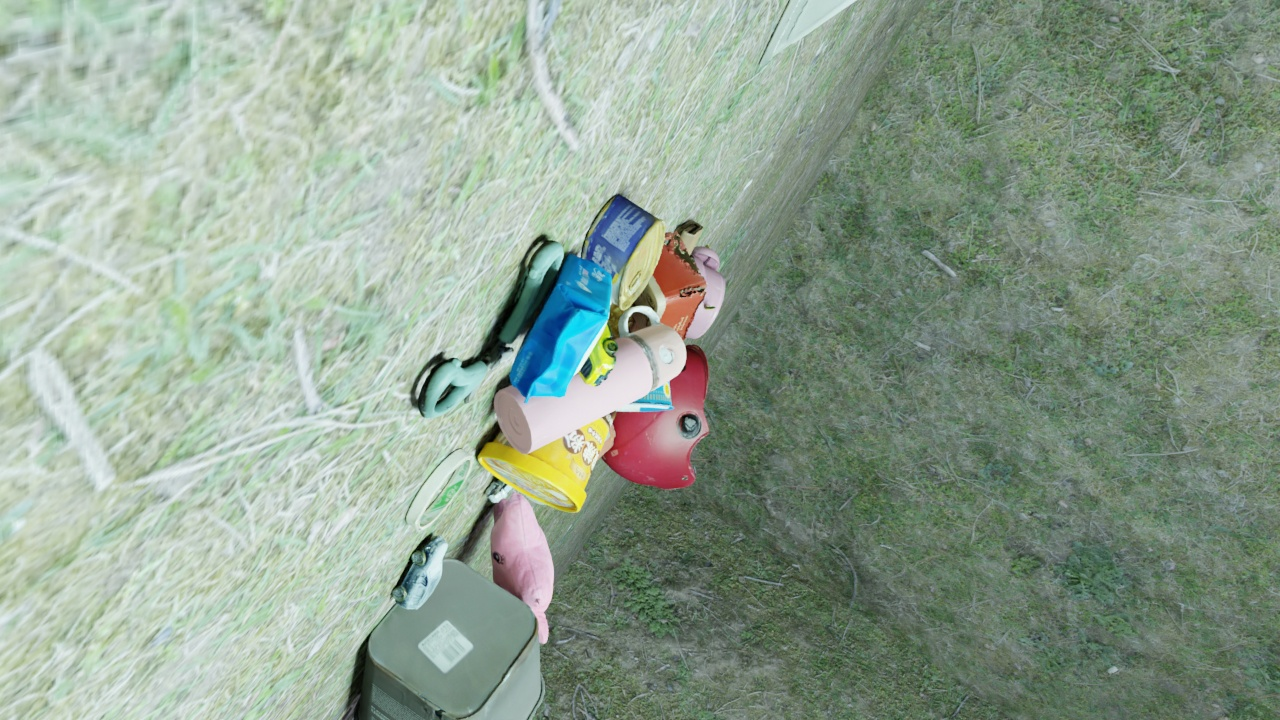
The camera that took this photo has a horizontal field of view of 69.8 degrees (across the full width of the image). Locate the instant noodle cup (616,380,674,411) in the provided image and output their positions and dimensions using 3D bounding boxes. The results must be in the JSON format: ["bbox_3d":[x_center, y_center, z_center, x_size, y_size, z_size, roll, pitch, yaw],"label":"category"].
[{"bbox_3d":[-0.007,0.007,1.161,0.099,0.099,0.110,69,20,-82],"label":"instant noodle cup"}]

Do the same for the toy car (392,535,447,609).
[{"bbox_3d":[-0.231,0.226,0.976,0.091,0.034,0.042,-61,169,23],"label":"toy car"}]

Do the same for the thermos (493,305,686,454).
[{"bbox_3d":[-0.047,0.013,0.901,0.198,0.087,0.067,-26,-171,-30],"label":"thermos"}]

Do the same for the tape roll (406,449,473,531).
[{"bbox_3d":[-0.188,0.122,0.864,0.085,0.014,0.086,-55,173,-11],"label":"tape roll"}]

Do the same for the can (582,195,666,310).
[{"bbox_3d":[-0.017,-0.100,0.871,0.074,0.049,0.148,-54,173,-14],"label":"can"}]

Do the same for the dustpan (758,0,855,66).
[{"bbox_3d":[0.232,-0.480,1.004,0.259,0.142,0.222,-22,-161,43],"label":"dustpan"}]

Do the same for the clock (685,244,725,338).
[{"bbox_3d":[0.069,-0.100,1.307,0.117,0.059,0.158,-52,-153,39],"label":"clock"}]

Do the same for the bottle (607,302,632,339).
[{"bbox_3d":[-0.045,-0.016,1.034,0.057,0.057,0.175,-54,172,-20],"label":"bottle"}]

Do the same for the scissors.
[{"bbox_3d":[-0.118,-0.011,0.703,0.171,0.019,0.178,-56,177,32],"label":"scissors"}]

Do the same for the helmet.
[{"bbox_3d":[0.007,0.083,1.448,0.207,0.143,0.240,40,-61,61],"label":"helmet"}]

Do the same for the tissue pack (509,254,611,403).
[{"bbox_3d":[-0.062,-0.027,0.763,0.095,0.052,0.157,-59,-171,18],"label":"tissue pack"}]

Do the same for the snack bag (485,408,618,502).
[{"bbox_3d":[-0.108,0.103,1.103,0.191,0.039,0.110,-39,-172,24],"label":"snack bag"}]

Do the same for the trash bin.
[{"bbox_3d":[-0.224,0.372,1.094,0.198,0.199,0.220,-51,165,-37],"label":"trash bin"}]

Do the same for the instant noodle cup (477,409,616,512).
[{"bbox_3d":[-0.091,0.082,0.962,0.114,0.118,0.119,-62,176,-21],"label":"instant noodle cup"}]

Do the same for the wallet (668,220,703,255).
[{"bbox_3d":[0.043,-0.130,1.233,0.115,0.033,0.090,-60,175,22],"label":"wallet"}]

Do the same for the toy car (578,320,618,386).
[{"bbox_3d":[-0.052,-0.026,0.858,0.032,0.105,0.048,6,143,-32],"label":"toy car"}]

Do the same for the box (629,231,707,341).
[{"bbox_3d":[0.019,-0.068,1.031,0.077,0.091,0.169,-20,159,-21],"label":"box"}]

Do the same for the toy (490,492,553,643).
[{"bbox_3d":[-0.147,0.253,1.144,0.178,0.074,0.195,-153,-126,-65],"label":"toy"}]

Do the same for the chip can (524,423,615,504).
[{"bbox_3d":[-0.099,0.132,1.297,0.071,0.071,0.214,-59,173,20],"label":"chip can"}]
